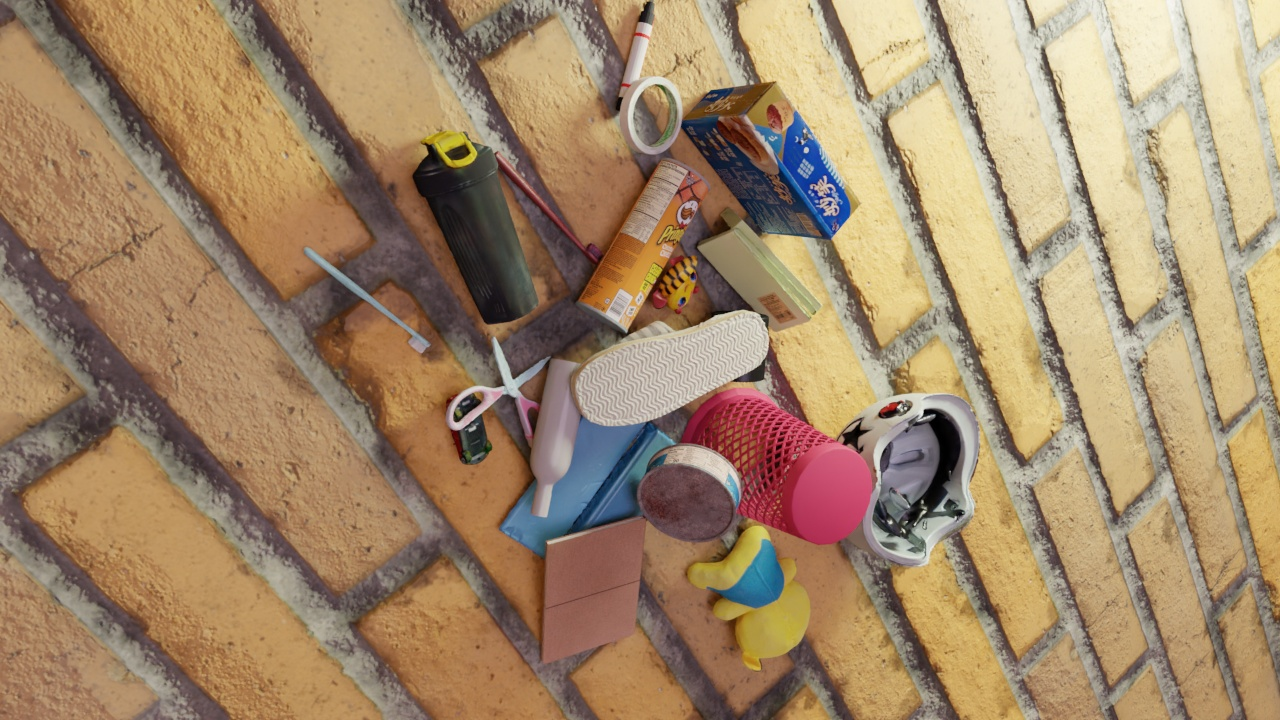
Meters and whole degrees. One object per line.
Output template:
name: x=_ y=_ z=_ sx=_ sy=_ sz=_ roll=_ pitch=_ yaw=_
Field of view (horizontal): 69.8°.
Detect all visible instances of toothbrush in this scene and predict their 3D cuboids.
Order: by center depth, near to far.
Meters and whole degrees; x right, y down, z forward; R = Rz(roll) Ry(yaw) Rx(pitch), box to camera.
toothbrush: x=-0.313 y=-0.068 z=1.052 sx=0.016 sy=0.016 sz=0.180 roll=-47 pitch=118 yaw=-2
toothbrush: x=-0.112 y=-0.187 z=1.130 sx=0.190 sy=0.016 sz=0.016 roll=45 pitch=75 yaw=-27

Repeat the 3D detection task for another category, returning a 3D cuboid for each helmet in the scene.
helmet: x=0.377 y=0.161 z=1.372 sx=0.263 sy=0.164 sz=0.236 roll=-49 pitch=122 yaw=-17

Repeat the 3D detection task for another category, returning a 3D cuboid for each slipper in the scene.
slipper: x=0.040 y=0.005 z=1.172 sx=0.272 sy=0.054 sz=0.114 roll=-18 pitch=104 yaw=-17

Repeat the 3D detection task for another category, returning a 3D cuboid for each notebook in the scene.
notebook: x=-0.063 y=0.307 z=1.226 sx=0.141 sy=0.008 sz=0.209 roll=-10 pitch=123 yaw=-26

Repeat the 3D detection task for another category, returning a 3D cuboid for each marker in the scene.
marker: x=-0.003 y=-0.383 z=1.143 sx=0.019 sy=0.019 sz=0.145 roll=13 pitch=95 yaw=-29

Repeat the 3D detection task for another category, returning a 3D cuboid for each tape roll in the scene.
tape roll: x=0.014 y=-0.308 z=1.155 sx=0.093 sy=0.018 sz=0.094 roll=-16 pitch=115 yaw=-39

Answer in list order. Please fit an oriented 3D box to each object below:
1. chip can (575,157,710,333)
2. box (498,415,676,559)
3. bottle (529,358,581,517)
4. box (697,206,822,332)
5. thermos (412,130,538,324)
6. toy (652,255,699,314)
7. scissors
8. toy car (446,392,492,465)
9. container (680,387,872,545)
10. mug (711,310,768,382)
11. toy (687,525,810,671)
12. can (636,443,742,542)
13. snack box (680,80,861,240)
chip can: x=0.004 y=-0.146 z=1.164 sx=0.075 sy=0.075 sz=0.215 roll=32 pitch=85 yaw=-29
box: x=-0.053 y=0.177 z=1.212 sx=0.177 sy=0.048 sz=0.231 roll=38 pitch=85 yaw=-31
bottle: x=-0.108 y=0.098 z=1.154 sx=0.052 sy=0.052 sz=0.195 roll=14 pitch=85 yaw=-29
box: x=0.172 y=-0.124 z=1.258 sx=0.188 sy=0.077 sz=0.090 roll=44 pitch=80 yaw=-26
thermos: x=-0.186 y=-0.153 z=1.056 sx=0.098 sy=0.098 sz=0.221 roll=-27 pitch=115 yaw=-20
toy: x=0.049 y=-0.101 z=1.201 sx=0.084 sy=0.103 sz=0.046 roll=-40 pitch=74 yaw=-11
scissors: x=-0.165 y=0.052 z=1.130 sx=0.172 sy=0.013 sz=0.171 roll=-37 pitch=125 yaw=-36
toy car: x=-0.212 y=0.084 z=1.120 sx=0.042 sy=0.036 sz=0.091 roll=-28 pitch=111 yaw=-41
container: x=0.187 y=0.149 z=1.234 sx=0.183 sy=0.226 sz=0.183 roll=-6 pitch=103 yaw=-26
mug: x=0.144 y=-0.022 z=1.269 sx=0.113 sy=0.078 sz=0.088 roll=-11 pitch=107 yaw=-53
toy: x=0.179 y=0.356 z=1.356 sx=0.148 sy=0.084 sz=0.214 roll=-34 pitch=111 yaw=-15
can: x=0.064 y=0.171 z=1.179 sx=0.130 sy=0.130 sz=0.044 roll=62 pitch=31 yaw=-23
snack box: x=0.166 y=-0.253 z=1.180 sx=0.069 sy=0.155 sz=0.202 roll=-49 pitch=117 yaw=-10
